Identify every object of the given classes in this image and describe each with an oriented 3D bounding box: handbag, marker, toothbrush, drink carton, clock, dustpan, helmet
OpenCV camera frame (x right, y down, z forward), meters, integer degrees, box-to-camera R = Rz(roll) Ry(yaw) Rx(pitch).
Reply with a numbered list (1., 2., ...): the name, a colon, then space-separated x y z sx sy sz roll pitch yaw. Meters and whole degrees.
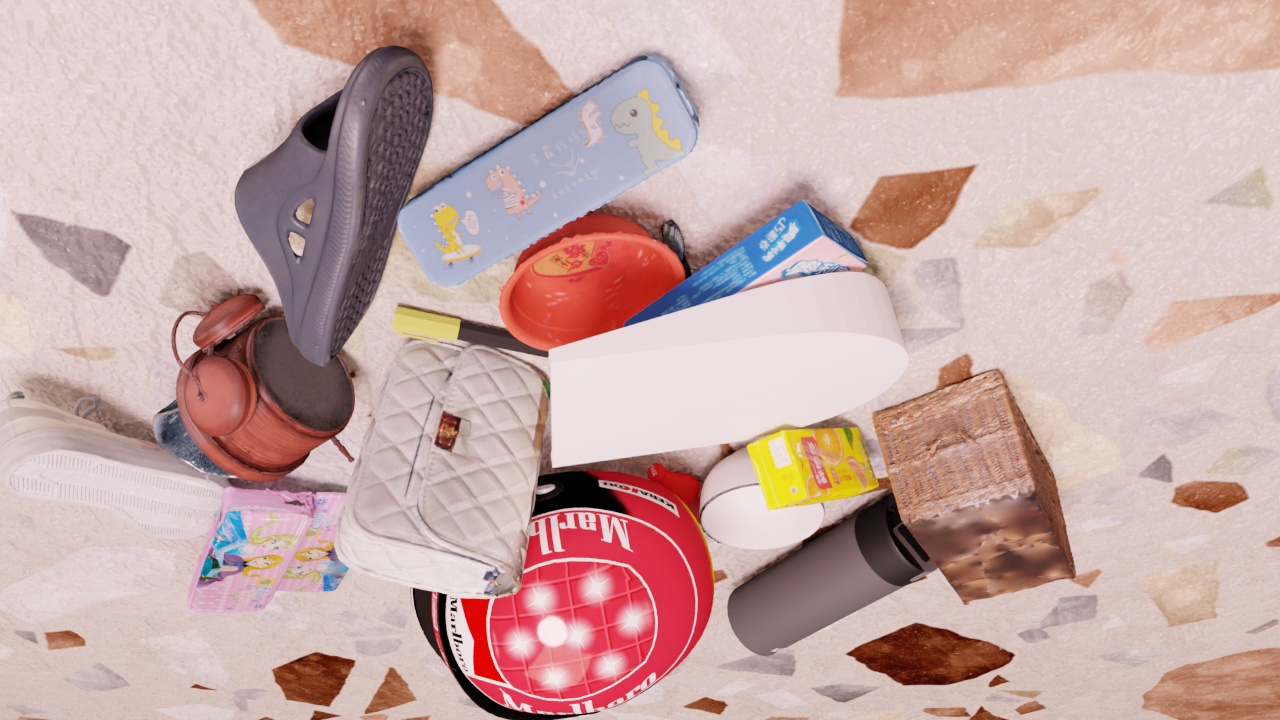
1. handbag: -0.142 0.076 0.699 0.138 0.194 0.073 17 137 -15
2. marker: -0.131 -0.019 0.721 0.123 0.017 0.021 12 94 -14
3. toothbrush: 0.047 -0.034 0.702 0.016 0.017 0.189 -11 137 14
4. drink carton: 0.147 0.089 0.766 0.043 0.058 0.134 -28 161 34
5. clock: -0.289 0.019 0.695 0.072 0.120 0.157 -28 140 19
6. dustpan: 0.060 0.003 0.666 0.257 0.053 0.192 -7 155 -8
7. helmet: -0.071 0.198 0.787 0.271 0.224 0.197 -10 95 -4

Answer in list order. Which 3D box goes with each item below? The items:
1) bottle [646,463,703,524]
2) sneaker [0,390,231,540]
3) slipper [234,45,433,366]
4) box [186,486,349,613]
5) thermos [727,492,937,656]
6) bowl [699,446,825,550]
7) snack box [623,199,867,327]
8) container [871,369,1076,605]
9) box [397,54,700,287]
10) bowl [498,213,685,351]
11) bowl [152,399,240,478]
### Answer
1. bottle: 0.049 0.132 0.880 0.036 0.036 0.119 -27 131 29
2. sneaker: -0.464 0.091 0.823 0.089 0.090 0.242 -40 151 1
3. slipper: -0.199 -0.099 0.580 0.083 0.110 0.269 27 140 -6
4. box: -0.364 0.201 0.945 0.159 0.035 0.231 8 140 -31
5. thermos: 0.196 0.226 0.951 0.082 0.082 0.241 24 134 -24
6. bowl: 0.110 0.120 0.845 0.113 0.063 0.114 1 139 1
7. snack box: 0.072 -0.045 0.636 0.154 0.033 0.088 -33 157 23
8. container: 0.297 0.118 0.801 0.114 0.112 0.198 -22 135 24
9. box: -0.061 -0.111 0.572 0.210 0.058 0.068 -26 131 20
10. bowl: -0.036 -0.060 0.641 0.130 0.045 0.131 -10 148 -7
11. bowl: -0.348 0.051 0.780 0.110 0.055 0.111 1 139 0
